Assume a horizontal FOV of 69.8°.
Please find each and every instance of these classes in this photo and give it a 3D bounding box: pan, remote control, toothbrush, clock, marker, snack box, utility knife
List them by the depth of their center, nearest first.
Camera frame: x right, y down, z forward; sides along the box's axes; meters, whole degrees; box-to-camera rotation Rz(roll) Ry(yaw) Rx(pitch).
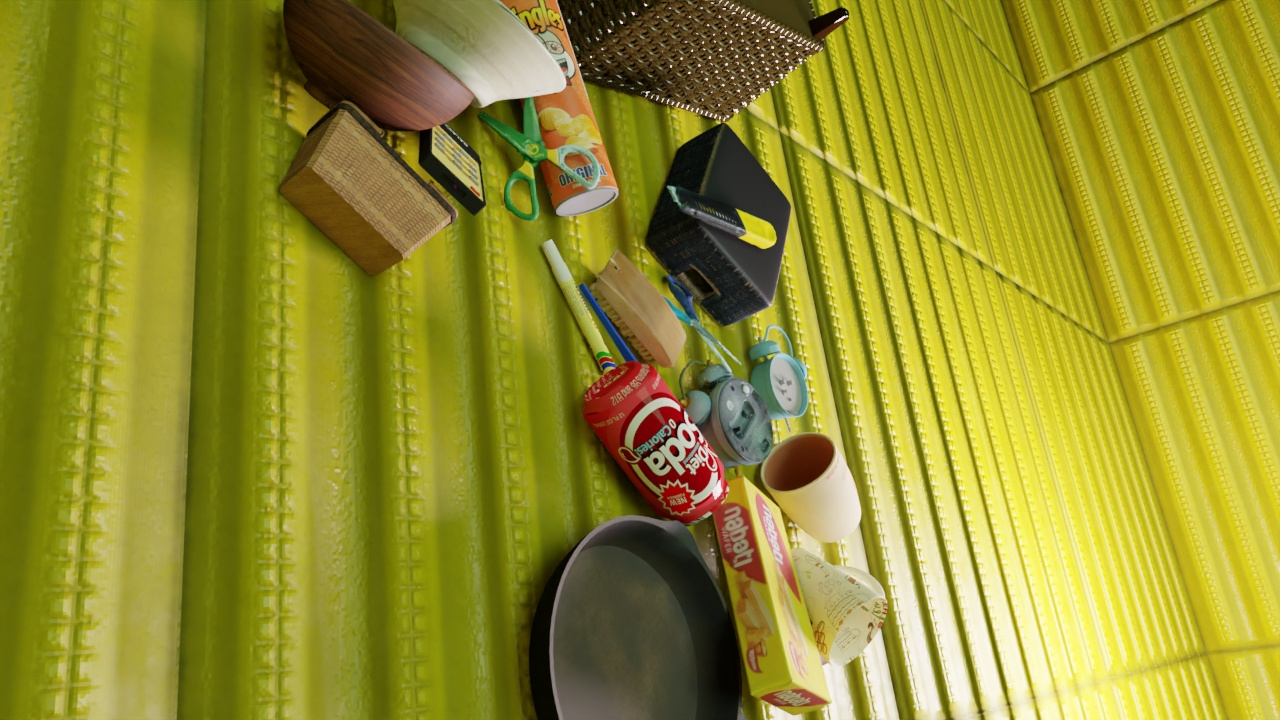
[{"bbox_3d":[-0.148,-0.158,0.722,0.058,0.013,0.133,43,12,-29],"label":"remote control"},{"bbox_3d":[0.037,0.279,0.753,0.356,0.043,0.248,45,41,-29],"label":"pan"},{"bbox_3d":[-0.056,-0.048,0.832,0.014,0.014,0.132,-32,97,-53],"label":"marker"},{"bbox_3d":[0.115,0.211,0.837,0.092,0.042,0.200,43,28,-45],"label":"snack box"},{"bbox_3d":[-0.005,0.005,0.859,0.187,0.017,0.011,58,30,-17],"label":"toothbrush"},{"bbox_3d":[0.081,0.055,0.917,0.124,0.052,0.088,55,40,-15],"label":"clock"},{"bbox_3d":[0.083,-0.146,0.929,0.170,0.020,0.028,14,61,-47],"label":"utility knife"},{"bbox_3d":[0.159,0.014,1.043,0.087,0.042,0.123,32,51,-38],"label":"clock"}]

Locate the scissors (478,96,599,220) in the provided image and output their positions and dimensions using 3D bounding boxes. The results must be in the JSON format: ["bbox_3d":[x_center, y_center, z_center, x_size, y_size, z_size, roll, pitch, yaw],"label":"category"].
[{"bbox_3d":[-0.087,-0.187,0.817,0.012,0.119,0.128,98,-12,-81],"label":"scissors"}]

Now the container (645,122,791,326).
[{"bbox_3d":[0.094,-0.154,1.024,0.145,0.071,0.186,44,42,-27],"label":"container"}]

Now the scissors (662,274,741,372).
[{"bbox_3d":[0.063,-0.041,0.943,0.135,0.016,0.086,40,33,1],"label":"scissors"}]

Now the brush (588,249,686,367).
[{"bbox_3d":[-0.004,-0.046,0.875,0.117,0.039,0.049,48,40,-22],"label":"brush"}]

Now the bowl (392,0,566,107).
[{"bbox_3d":[-0.149,-0.258,0.753,0.176,0.177,0.058,36,87,-34],"label":"bowl"}]

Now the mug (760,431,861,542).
[{"bbox_3d":[0.185,0.132,0.992,0.104,0.085,0.111,55,8,-31],"label":"mug"}]

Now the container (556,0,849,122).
[{"bbox_3d":[0.066,-0.413,1.011,0.320,0.206,0.176,-4,75,-52],"label":"container"}]

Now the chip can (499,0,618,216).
[{"bbox_3d":[-0.081,-0.245,0.863,0.062,0.062,0.210,-9,79,-52],"label":"chip can"}]

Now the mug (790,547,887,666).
[{"bbox_3d":[0.191,0.230,0.905,0.121,0.097,0.081,-12,125,-37],"label":"mug"}]

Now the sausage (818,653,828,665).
[{"bbox_3d":[0.168,0.288,0.916,0.155,0.040,0.040,3,69,-50],"label":"sausage"}]

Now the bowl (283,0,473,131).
[{"bbox_3d":[-0.203,-0.209,0.672,0.147,0.069,0.147,34,5,-4],"label":"bowl"}]

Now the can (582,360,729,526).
[{"bbox_3d":[0.014,0.073,0.805,0.142,0.075,0.074,55,39,-16],"label":"can"}]

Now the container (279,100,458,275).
[{"bbox_3d":[-0.198,-0.117,0.658,0.114,0.063,0.061,46,49,-26],"label":"container"}]
